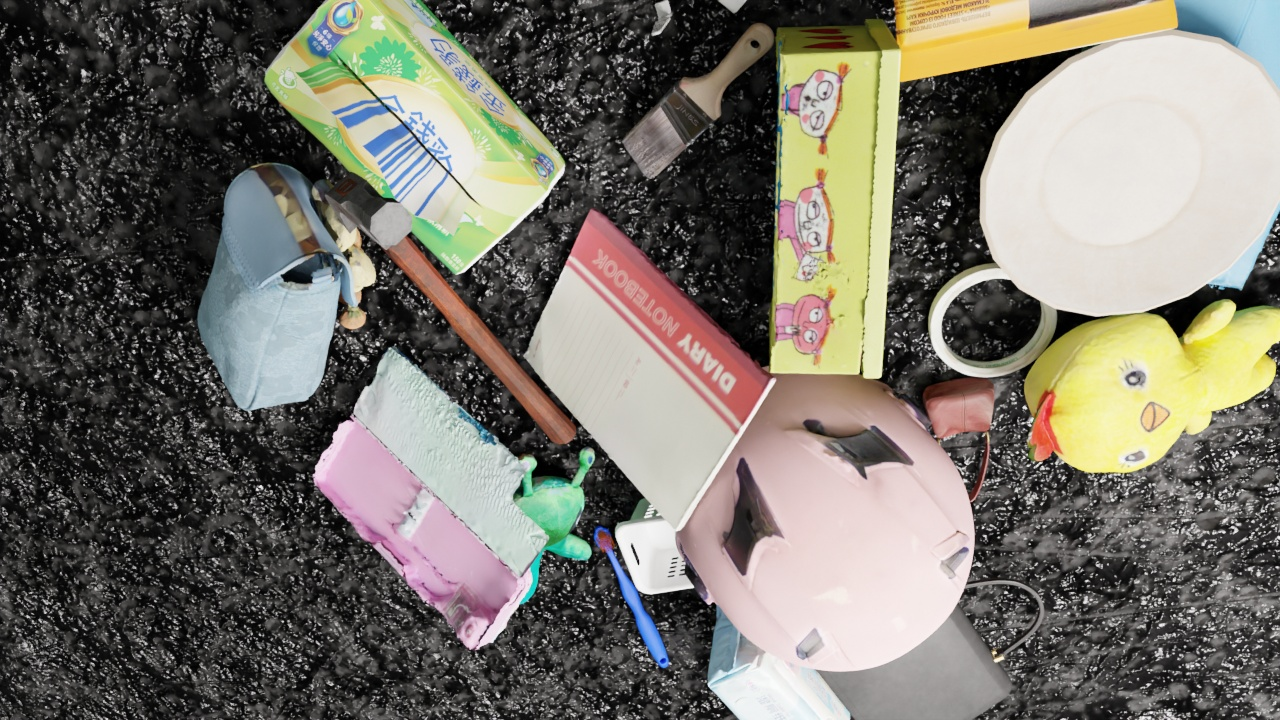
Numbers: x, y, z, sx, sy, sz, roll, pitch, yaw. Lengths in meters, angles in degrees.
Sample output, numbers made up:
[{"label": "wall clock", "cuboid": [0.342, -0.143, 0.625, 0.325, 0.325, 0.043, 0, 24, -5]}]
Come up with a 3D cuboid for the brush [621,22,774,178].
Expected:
[{"label": "brush", "cuboid": [0.039, -0.180, 0.638, 0.039, 0.012, 0.152, 42, 137, -13]}]

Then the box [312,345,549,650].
[{"label": "box", "cuboid": [-0.174, 0.112, 0.785, 0.230, 0.035, 0.160, 39, 108, 21]}]

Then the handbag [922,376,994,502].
[{"label": "handbag", "cuboid": [0.268, 0.070, 0.761, 0.055, 0.029, 0.120, -11, 121, 12]}]

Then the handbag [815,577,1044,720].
[{"label": "handbag", "cuboid": [0.269, 0.253, 0.836, 0.196, 0.072, 0.176, -31, 110, 18]}]

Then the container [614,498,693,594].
[{"label": "container", "cuboid": [0.050, 0.155, 0.821, 0.129, 0.049, 0.081, -13, 115, 15]}]

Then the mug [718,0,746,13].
[{"label": "mug", "cuboid": [0.055, -0.284, 0.564, 0.089, 0.073, 0.105, 36, 143, -11]}]

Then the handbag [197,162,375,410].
[{"label": "handbag", "cuboid": [-0.274, -0.054, 0.727, 0.121, 0.118, 0.192, 52, 132, 25]}]

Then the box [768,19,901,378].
[{"label": "box", "cuboid": [0.129, -0.111, 0.628, 0.081, 0.124, 0.221, 2, 116, 6]}]

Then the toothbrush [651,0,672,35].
[{"label": "toothbrush", "cuboid": [0.012, -0.209, 0.557, 0.010, 0.181, 0.010, -15, 112, 10]}]

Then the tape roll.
[{"label": "tape roll", "cuboid": [0.271, -0.030, 0.710, 0.093, 0.013, 0.093, 4, 119, 7]}]

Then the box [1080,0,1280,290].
[{"label": "box", "cuboid": [0.372, -0.159, 0.616, 0.174, 0.033, 0.232, 8, 118, 3]}]

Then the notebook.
[{"label": "notebook", "cuboid": [-0.004, 0.004, 0.697, 0.209, 0.012, 0.153, 46, 125, 29]}]

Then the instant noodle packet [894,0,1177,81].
[{"label": "instant noodle packet", "cuboid": [0.222, -0.294, 0.544, 0.160, 0.032, 0.221, -6, 105, 19]}]

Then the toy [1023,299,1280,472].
[{"label": "toy", "cuboid": [0.376, 0.015, 0.681, 0.208, 0.092, 0.134, -12, 122, 4]}]

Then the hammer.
[{"label": "hammer", "cuboid": [-0.130, -0.025, 0.698, 0.028, 0.111, 0.301, -46, 135, -11]}]

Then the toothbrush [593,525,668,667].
[{"label": "toothbrush", "cuboid": [-0.006, 0.233, 0.890, 0.016, 0.018, 0.182, -27, 114, -10]}]

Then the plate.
[{"label": "plate", "cuboid": [0.321, -0.120, 0.607, 0.189, 0.027, 0.189, 3, 118, 5]}]

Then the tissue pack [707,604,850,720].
[{"label": "tissue pack", "cuboid": [0.136, 0.301, 0.852, 0.070, 0.111, 0.182, -33, 109, 24]}]

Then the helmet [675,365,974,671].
[{"label": "helmet", "cuboid": [0.143, 0.131, 0.707, 0.230, 0.152, 0.255, -31, 106, 4]}]

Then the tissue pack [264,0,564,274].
[{"label": "tissue pack", "cuboid": [-0.160, -0.156, 0.633, 0.197, 0.141, 0.120, 40, 116, -13]}]

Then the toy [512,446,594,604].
[{"label": "toy", "cuboid": [-0.105, 0.158, 0.839, 0.130, 0.072, 0.194, 0, 131, -36]}]
